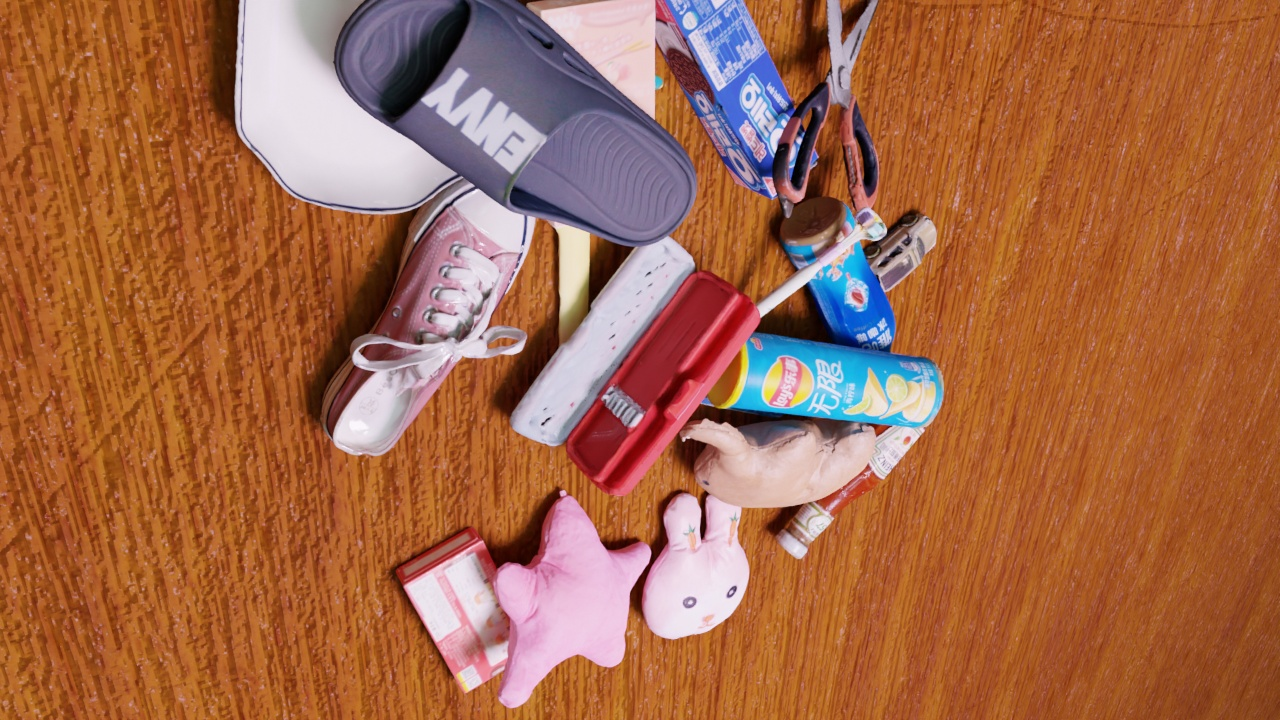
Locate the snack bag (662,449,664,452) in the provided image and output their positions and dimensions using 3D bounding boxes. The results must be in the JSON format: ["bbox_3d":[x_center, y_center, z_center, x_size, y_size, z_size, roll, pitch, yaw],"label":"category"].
[{"bbox_3d":[0.017,0.034,0.818,0.045,0.026,0.105,20,107,-12],"label":"snack bag"}]

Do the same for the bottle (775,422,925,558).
[{"bbox_3d":[0.219,0.120,0.964,0.206,0.060,0.059,-50,128,0],"label":"bottle"}]

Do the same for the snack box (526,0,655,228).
[{"bbox_3d":[-0.032,-0.176,0.651,0.084,0.026,0.157,-17,128,-22],"label":"snack box"}]

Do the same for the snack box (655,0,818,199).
[{"bbox_3d":[0.066,-0.219,0.700,0.057,0.058,0.207,-43,128,-6],"label":"snack box"}]

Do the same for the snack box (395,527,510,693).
[{"bbox_3d":[-0.153,0.224,0.815,0.075,0.025,0.153,-29,126,-17],"label":"snack box"}]

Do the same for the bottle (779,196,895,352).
[{"bbox_3d":[0.198,-0.054,0.859,0.065,0.065,0.219,-41,128,-7],"label":"bottle"}]

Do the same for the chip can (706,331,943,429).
[{"bbox_3d":[0.165,0.018,0.823,0.210,0.071,0.071,8,110,-22],"label":"chip can"}]

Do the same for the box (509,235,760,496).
[{"bbox_3d":[-0.003,0.005,0.743,0.201,0.095,0.100,-53,145,4],"label":"box"}]

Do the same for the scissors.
[{"bbox_3d":[0.155,-0.206,0.735,0.188,0.015,0.225,-33,118,-40],"label":"scissors"}]

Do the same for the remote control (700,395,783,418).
[{"bbox_3d":[0.089,0.021,0.858,0.124,0.024,0.049,12,107,-31],"label":"remote control"}]

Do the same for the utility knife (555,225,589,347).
[{"bbox_3d":[-0.055,-0.057,0.735,0.031,0.019,0.179,-9,115,-23],"label":"utility knife"}]

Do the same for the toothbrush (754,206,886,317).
[{"bbox_3d":[0.128,-0.064,0.789,0.190,0.029,0.020,-38,178,30],"label":"toothbrush"}]

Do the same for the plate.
[{"bbox_3d":[-0.165,-0.225,0.573,0.161,0.034,0.266,0,114,-31],"label":"plate"}]

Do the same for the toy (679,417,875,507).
[{"bbox_3d":[0.113,0.092,0.852,0.225,0.082,0.144,4,144,-39],"label":"toy"}]

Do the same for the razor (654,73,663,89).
[{"bbox_3d":[-0.044,-0.204,0.661,0.132,0.028,0.043,-8,121,-27],"label":"razor"}]

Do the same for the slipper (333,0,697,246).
[{"bbox_3d":[-0.059,-0.144,0.587,0.268,0.083,0.111,25,111,-35],"label":"slipper"}]

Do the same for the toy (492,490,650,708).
[{"bbox_3d":[-0.058,0.204,0.829,0.194,0.075,0.178,-5,96,-48],"label":"toy"}]

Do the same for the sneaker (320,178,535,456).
[{"bbox_3d":[-0.143,-0.027,0.653,0.118,0.088,0.241,31,95,-38],"label":"sneaker"}]

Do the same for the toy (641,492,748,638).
[{"bbox_3d":[0.056,0.205,0.918,0.121,0.054,0.159,-8,109,-29],"label":"toy"}]

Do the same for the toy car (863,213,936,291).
[{"bbox_3d":[0.252,-0.103,0.887,0.090,0.035,0.042,-41,129,-10],"label":"toy car"}]
